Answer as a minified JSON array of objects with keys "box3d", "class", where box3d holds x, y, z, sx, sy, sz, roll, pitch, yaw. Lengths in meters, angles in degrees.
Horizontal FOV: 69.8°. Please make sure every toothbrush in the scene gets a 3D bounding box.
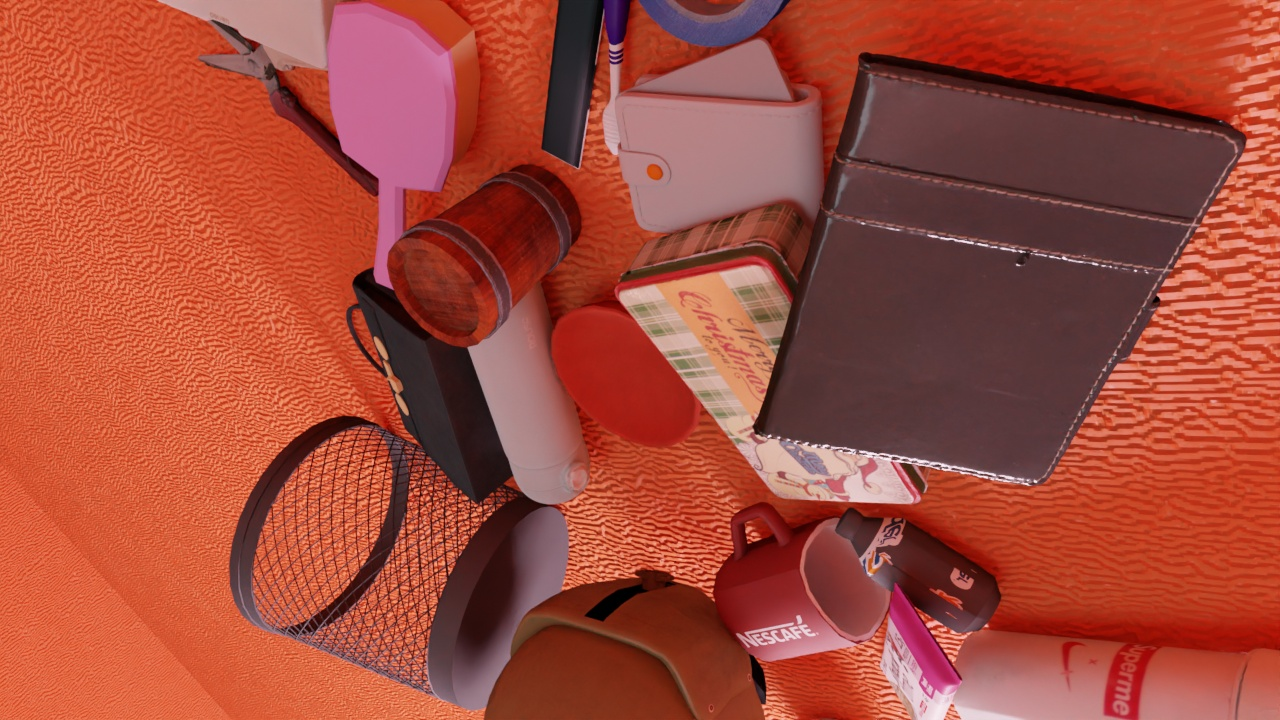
[{"box3d":[-0.012,-0.196,0.489,0.015,0.016,0.187,22,135,23],"class":"toothbrush"}]

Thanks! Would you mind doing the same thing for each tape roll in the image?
[{"box3d":[0.035,-0.200,0.446,0.093,0.016,0.091,20,136,24],"class":"tape roll"}]

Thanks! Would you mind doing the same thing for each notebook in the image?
[{"box3d":[0.158,-0.030,0.440,0.169,0.029,0.209,10,130,0],"class":"notebook"}]

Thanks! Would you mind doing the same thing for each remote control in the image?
[{"box3d":[-0.041,-0.167,0.541,0.028,0.011,0.124,30,139,13],"class":"remote control"}]

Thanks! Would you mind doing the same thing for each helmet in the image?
[{"box3d":[-0.004,0.283,0.716,0.251,0.254,0.233,5,132,34],"class":"helmet"}]

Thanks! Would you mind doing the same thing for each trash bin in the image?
[{"box3d":[-0.212,0.188,0.855,0.227,0.217,0.218,17,135,21],"class":"trash bin"}]

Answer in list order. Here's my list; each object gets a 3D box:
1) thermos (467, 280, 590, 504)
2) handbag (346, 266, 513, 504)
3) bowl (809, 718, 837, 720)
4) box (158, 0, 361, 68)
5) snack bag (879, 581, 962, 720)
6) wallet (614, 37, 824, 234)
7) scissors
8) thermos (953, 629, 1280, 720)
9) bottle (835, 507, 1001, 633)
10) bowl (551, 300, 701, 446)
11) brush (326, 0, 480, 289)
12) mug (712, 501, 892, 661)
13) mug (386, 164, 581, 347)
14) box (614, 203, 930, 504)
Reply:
[{"box3d":[-0.087,0.022,0.710,0.078,0.065,0.207,23,139,39],"class":"thermos"},{"box3d":[-0.197,0.001,0.798,0.196,0.072,0.176,25,139,35],"class":"handbag"},{"box3d":[0.175,0.371,0.821,0.115,0.062,0.115,22,137,22],"class":"bowl"},{"box3d":[-0.270,-0.260,0.614,0.199,0.067,0.083,25,157,21],"class":"box"},{"box3d":[0.190,0.216,0.638,0.197,0.016,0.070,72,171,-56],"class":"snack bag"},{"box3d":[0.041,-0.120,0.497,0.118,0.037,0.115,13,135,27],"class":"wallet"},{"box3d":[-0.250,-0.203,0.674,0.180,0.015,0.198,-15,116,46],"class":"scissors"},{"box3d":[0.305,0.215,0.552,0.221,0.099,0.099,-8,120,48],"class":"thermos"},{"box3d":[0.183,0.137,0.613,0.112,0.046,0.047,32,140,11],"class":"bottle"},{"box3d":[-0.004,0.004,0.650,0.122,0.035,0.122,22,137,22],"class":"bowl"},{"box3d":[-0.162,-0.140,0.628,0.089,0.043,0.229,24,138,5],"class":"brush"},{"box3d":[0.106,0.155,0.667,0.116,0.080,0.097,52,140,-3],"class":"mug"},{"box3d":[-0.109,-0.070,0.607,0.118,0.110,0.081,-10,119,44],"class":"mug"},{"box3d":[0.084,0.007,0.546,0.118,0.050,0.205,-8,130,41],"class":"box"}]
